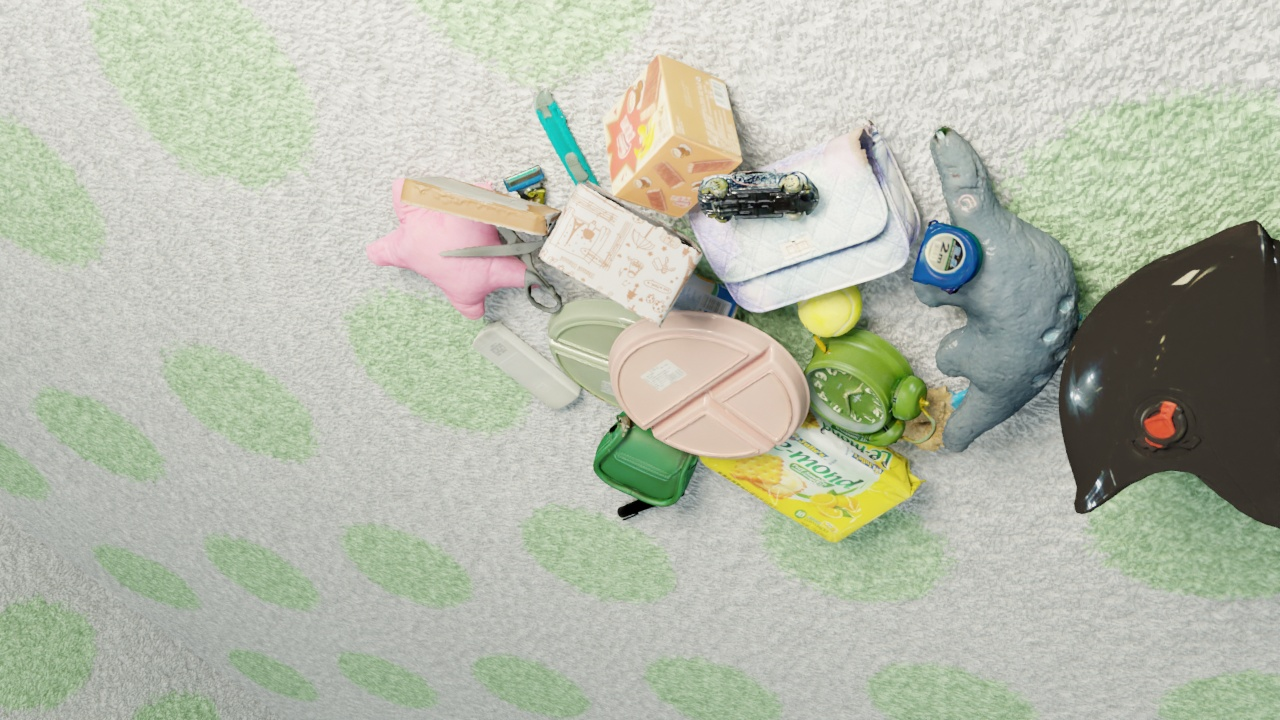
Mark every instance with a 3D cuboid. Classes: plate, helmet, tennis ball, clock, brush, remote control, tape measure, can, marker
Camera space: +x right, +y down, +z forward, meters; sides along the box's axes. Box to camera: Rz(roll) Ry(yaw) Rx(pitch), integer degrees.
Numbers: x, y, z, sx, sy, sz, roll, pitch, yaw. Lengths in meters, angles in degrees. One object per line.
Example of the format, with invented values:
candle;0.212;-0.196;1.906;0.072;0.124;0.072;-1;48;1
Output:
plate;-0.006;0.006;1.087;0.230;0.027;0.231;18;151;10
helmet;0.473;0.023;0.766;0.275;0.233;0.230;-29;74;27
plate;0.071;0.036;1.016;0.229;0.028;0.230;13;140;11
tennis ball;0.194;-0.056;0.939;0.065;0.065;0.066;12;138;11
clock;0.244;0.034;0.986;0.161;0.056;0.116;34;151;12
brush;0.360;0.021;0.974;0.083;0.045;0.255;33;134;-6
remote control;-0.147;0.008;1.188;0.150;0.021;0.058;41;136;-20
tape measure;0.269;-0.089;0.798;0.054;0.025;0.058;24;114;32
can;0.039;-0.075;0.996;0.134;0.053;0.053;23;139;-1
marker;0.014;0.206;1.328;0.020;0.022;0.132;6;155;-42

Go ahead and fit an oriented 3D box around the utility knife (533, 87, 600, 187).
utility knife;-0.061;-0.193;0.945;0.029;0.013;0.193;-7;132;30

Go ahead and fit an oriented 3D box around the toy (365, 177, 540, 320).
toy;-0.199;-0.129;1.031;0.194;0.074;0.179;30;128;-14

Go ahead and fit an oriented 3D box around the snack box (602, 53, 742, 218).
snack box;0.026;-0.198;0.822;0.077;0.092;0.095;12;147;-34

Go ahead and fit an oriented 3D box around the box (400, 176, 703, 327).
box;-0.079;-0.133;0.867;0.262;0.178;0.088;27;100;-6

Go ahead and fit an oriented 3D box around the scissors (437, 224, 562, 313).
scissors;-0.131;-0.118;0.999;0.177;0.014;0.160;-4;125;-4

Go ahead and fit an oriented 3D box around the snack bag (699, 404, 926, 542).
snack bag;0.200;0.121;1.121;0.246;0.068;0.158;31;138;-8

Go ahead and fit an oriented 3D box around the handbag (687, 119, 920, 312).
handbag;0.155;-0.128;0.866;0.194;0.075;0.134;-18;111;35

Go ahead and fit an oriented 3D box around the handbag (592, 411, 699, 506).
handbag;0.010;0.127;1.209;0.131;0.067;0.120;23;142;1

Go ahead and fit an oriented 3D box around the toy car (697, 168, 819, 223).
toy car;0.103;-0.146;0.802;0.106;0.031;0.049;0;155;10

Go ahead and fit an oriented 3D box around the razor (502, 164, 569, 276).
razor;-0.101;-0.150;1.002;0.043;0.022;0.143;-21;129;7

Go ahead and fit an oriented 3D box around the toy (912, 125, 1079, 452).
toy;0.334;-0.051;0.859;0.138;0.091;0.357;1;125;29
